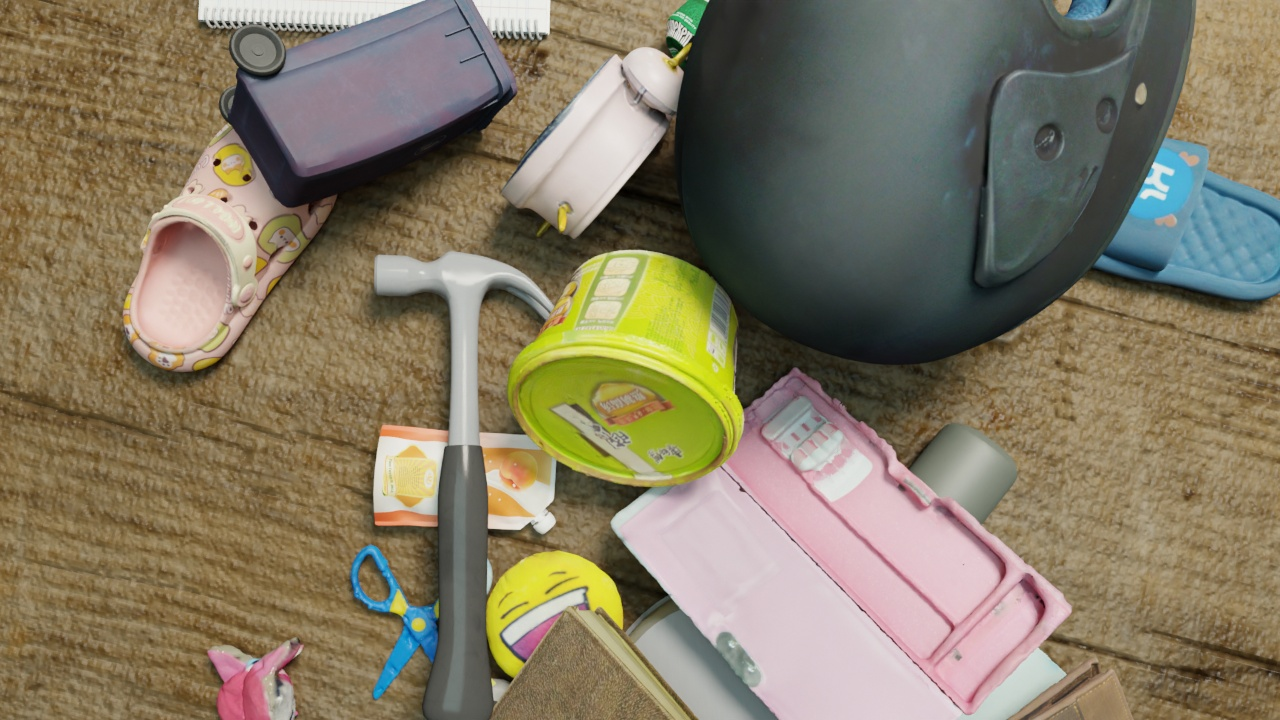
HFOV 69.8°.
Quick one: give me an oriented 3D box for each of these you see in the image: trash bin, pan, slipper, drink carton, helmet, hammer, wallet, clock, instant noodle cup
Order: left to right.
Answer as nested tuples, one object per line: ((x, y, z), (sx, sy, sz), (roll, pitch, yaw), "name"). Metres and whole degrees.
((-0.283, -0.084, 0.608), (0.093, 0.081, 0.197), (32, 89, 1), "slipper")
((-0.170, -0.172, 0.585), (0.160, 0.094, 0.092), (-33, 99, -27), "trash bin")
((-0.113, 0.079, 0.604), (0.125, 0.030, 0.310), (1, 79, -14), "hammer")
((-0.118, 0.083, 0.633), (0.122, 0.039, 0.069), (4, 87, -8), "drink carton")
((-0.022, -0.150, 0.605), (0.059, 0.117, 0.158), (40, 87, -11), "clock")
((-0.003, 0.003, 0.581), (0.146, 0.146, 0.097), (16, 53, -1), "instant noodle cup")
((0.014, 0.299, 0.570), (0.201, 0.051, 0.356), (28, 78, 30), "pan")
((0.147, -0.155, 0.522), (0.235, 0.249, 0.317), (9, 107, -30), "helmet")
((0.287, 0.266, 0.618), (0.098, 0.027, 0.121), (-32, 118, -3), "wallet")
((0.369, -0.103, 0.644), (0.213, 0.059, 0.104), (22, 89, -2), "slipper")

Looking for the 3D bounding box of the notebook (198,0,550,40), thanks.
((-0.186, -0.320, 0.656), (0.245, 0.013, 0.178), (1, 86, -2), "notebook")

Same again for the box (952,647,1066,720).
((0.180, 0.271, 0.626), (0.243, 0.071, 0.170), (-49, 121, -3), "box")

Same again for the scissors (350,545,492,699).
((-0.147, 0.177, 0.636), (0.127, 0.015, 0.125), (-27, 94, 0), "scissors")

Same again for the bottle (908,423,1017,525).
((0.203, 0.099, 0.627), (0.060, 0.060, 0.108), (40, 87, 0), "bottle")

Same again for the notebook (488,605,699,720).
((-0.039, 0.291, 0.553), (0.190, 0.034, 0.215), (41, 99, 33), "notebook")

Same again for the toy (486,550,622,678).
((-0.059, 0.176, 0.624), (0.095, 0.041, 0.094), (-28, 93, -1), "toy")

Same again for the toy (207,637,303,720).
((-0.255, 0.239, 0.613), (0.065, 0.050, 0.102), (-9, 68, 18), "toy")

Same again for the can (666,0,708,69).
((0.066, -0.244, 0.641), (0.101, 0.053, 0.053), (-41, 89, -3), "can")

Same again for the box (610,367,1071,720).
((0.117, 0.131, 0.579), (0.179, 0.039, 0.232), (-38, 60, -10), "box")

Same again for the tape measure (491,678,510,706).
((-0.100, 0.251, 0.627), (0.065, 0.016, 0.064), (21, 94, -2), "tape measure")
